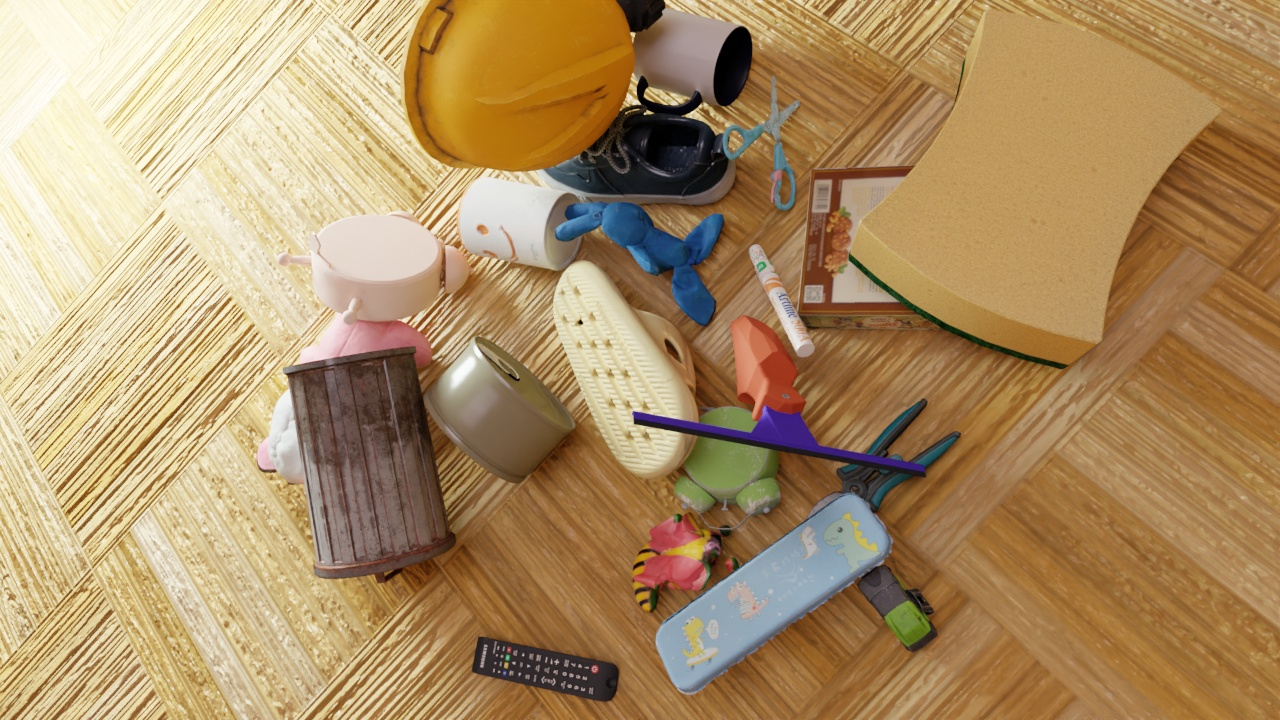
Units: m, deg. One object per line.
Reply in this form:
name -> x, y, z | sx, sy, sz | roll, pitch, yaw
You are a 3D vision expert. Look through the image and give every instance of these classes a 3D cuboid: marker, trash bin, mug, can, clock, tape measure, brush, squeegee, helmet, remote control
marker -> 0.125, -0.057, 0.828 | 0.017, 0.017, 0.145 | -28, 44, 11
trash bin -> -0.254, 0.101, 0.864 | 0.131, 0.130, 0.211 | -9, 91, 18
mug -> -0.122, -0.141, 0.943 | 0.105, 0.082, 0.082 | 13, 79, 23
can -> -0.132, 0.047, 0.864 | 0.073, 0.127, 0.128 | -47, 64, 4
clock -> 0.078, 0.091, 0.807 | 0.094, 0.042, 0.119 | -3, 64, 21
tape measure -> 0.207, 0.194, 0.724 | 0.036, 0.058, 0.065 | -39, 62, 6
brush -> 0.311, -0.140, 0.740 | 0.195, 0.075, 0.250 | 30, 80, 13
squeegee -> 0.106, 0.012, 0.783 | 0.184, 0.249, 0.055 | -104, 29, -59
helmet -> -0.078, -0.263, 0.830 | 0.131, 0.205, 0.255 | 32, 68, 30
remote control -> -0.091, 0.281, 0.838 | 0.147, 0.015, 0.033 | 4, 75, 22
mug -> 0.044, -0.293, 0.923 | 0.097, 0.078, 0.111 | 24, 74, 26
clock -> -0.271, -0.108, 0.956 | 0.131, 0.160, 0.086 | 37, 128, 27

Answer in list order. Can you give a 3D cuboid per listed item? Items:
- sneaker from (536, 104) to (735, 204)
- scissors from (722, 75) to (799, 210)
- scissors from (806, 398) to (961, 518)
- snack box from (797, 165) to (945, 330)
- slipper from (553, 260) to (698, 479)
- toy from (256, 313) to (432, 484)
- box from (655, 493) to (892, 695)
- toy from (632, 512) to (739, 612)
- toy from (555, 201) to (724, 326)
sneaker -> -0.017, -0.209, 0.918 | 0.236, 0.087, 0.089 | 9, 76, 24
scissors -> 0.114, -0.214, 0.871 | 0.015, 0.119, 0.138 | -20, 67, 49
scissors -> 0.207, 0.094, 0.777 | 0.150, 0.019, 0.131 | 1, 74, 21
snack box -> 0.221, -0.101, 0.818 | 0.147, 0.041, 0.143 | 2, 75, 22
slipper -> -0.005, 0.005, 0.857 | 0.112, 0.079, 0.261 | -60, 44, 30
toy -> -0.318, 0.043, 0.962 | 0.142, 0.084, 0.213 | 27, 84, 22
box -> 0.113, 0.195, 0.738 | 0.210, 0.072, 0.079 | -37, 32, 7
toy -> 0.032, 0.176, 0.804 | 0.104, 0.046, 0.084 | -33, 47, 19
toy -> 0.007, -0.116, 0.883 | 0.176, 0.071, 0.112 | 25, 56, 3
